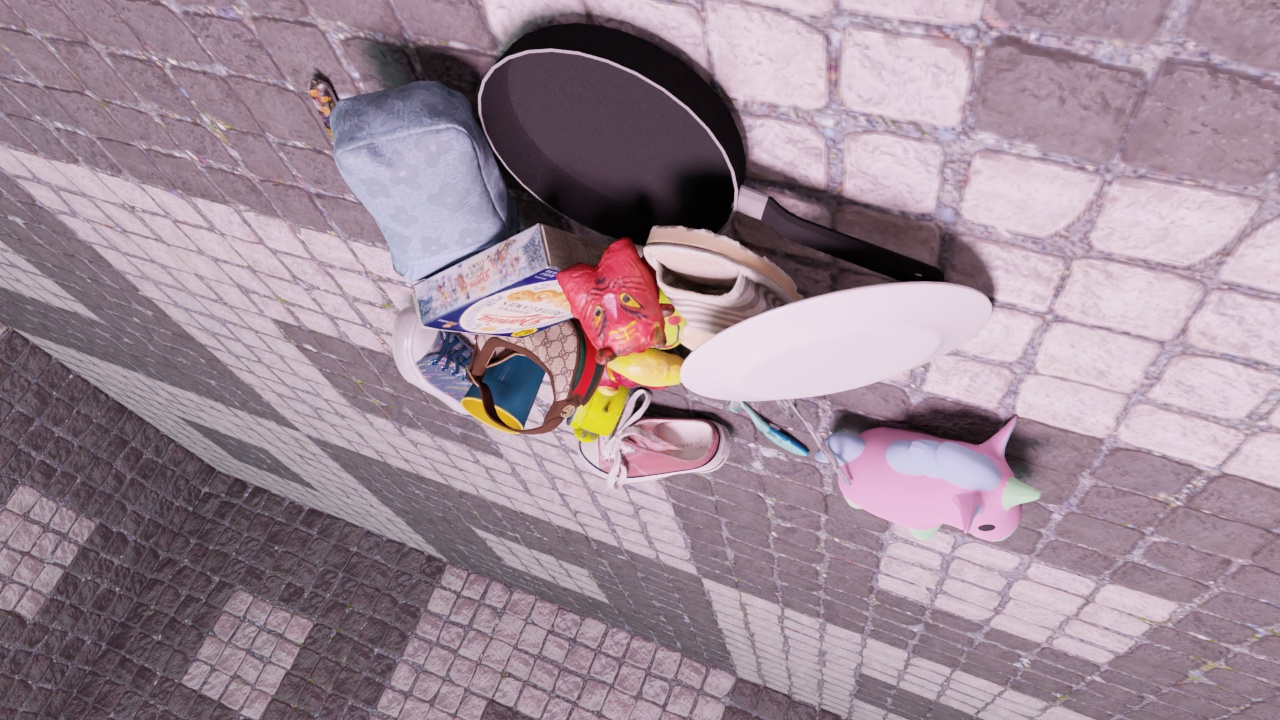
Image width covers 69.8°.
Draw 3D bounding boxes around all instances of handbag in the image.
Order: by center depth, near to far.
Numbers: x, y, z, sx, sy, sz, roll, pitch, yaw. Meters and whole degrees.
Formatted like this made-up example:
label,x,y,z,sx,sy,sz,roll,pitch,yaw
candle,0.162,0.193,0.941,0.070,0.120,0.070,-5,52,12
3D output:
label,x,y,z,sx,sy,sz,roll,pitch,yaw
handbag,-0.174,-0.151,0.753,0.122,0.118,0.192,-16,149,3
handbag,-0.120,0.004,0.964,0.166,0.138,0.063,29,-179,35

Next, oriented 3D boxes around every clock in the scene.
label,x,y,z,sx,sy,sz,roll,pitch,yaw
clock,-0.055,0.051,1.103,0.057,0.083,0.119,21,155,-9

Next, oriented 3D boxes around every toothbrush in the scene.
label,x,y,z,sx,sy,sz,roll,pitch,yaw
toothbrush,0.145,0.078,1.045,0.135,0.017,0.022,37,150,-25

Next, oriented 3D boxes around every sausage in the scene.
label,x,y,z,sx,sy,sz,roll,pitch,yaw
sausage,-0.277,-0.208,0.852,0.020,0.020,0.155,20,156,11

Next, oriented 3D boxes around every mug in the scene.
label,x,y,z,sx,sy,sz,roll,pitch,yaw
mug,-0.146,0.013,1.058,0.078,0.121,0.078,20,156,9

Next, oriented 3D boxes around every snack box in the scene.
label,x,y,z,sx,sy,sz,roll,pitch,yaw
snack box,-0.099,-0.065,0.814,0.145,0.042,0.144,-21,166,28

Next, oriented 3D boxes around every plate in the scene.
label,x,y,z,sx,sy,sz,roll,pitch,yaw
plate,0.151,-0.002,0.718,0.242,0.016,0.243,-8,161,-3

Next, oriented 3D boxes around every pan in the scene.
label,x,y,z,sx,sy,sz,roll,pitch,yaw
pan,0.051,-0.132,0.666,0.356,0.044,0.204,22,156,7

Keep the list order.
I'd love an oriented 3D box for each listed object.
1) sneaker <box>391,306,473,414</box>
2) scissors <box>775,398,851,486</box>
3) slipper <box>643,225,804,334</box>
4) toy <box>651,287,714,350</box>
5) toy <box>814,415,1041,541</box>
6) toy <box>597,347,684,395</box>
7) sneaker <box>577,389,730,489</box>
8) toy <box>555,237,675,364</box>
label,x,y,z,sx,sy,sz,roll,pitch,yaw
sneaker,-0.240,0.012,1.200,0.079,0.087,0.235,8,155,22
scissors,0.157,0.052,0.910,0.175,0.014,0.141,55,178,5
slipper,0.092,-0.037,0.759,0.115,0.054,0.272,17,172,35
toy,0.039,-0.036,0.876,0.118,0.043,0.092,18,146,6
toy,0.269,0.111,0.896,0.222,0.120,0.171,22,159,26
toy,-0.006,0.006,0.987,0.105,0.067,0.138,12,172,-42
sneaker,-0.004,0.103,1.141,0.242,0.118,0.087,-8,161,43
toy,-0.008,-0.034,0.759,0.088,0.094,0.132,-31,163,16
